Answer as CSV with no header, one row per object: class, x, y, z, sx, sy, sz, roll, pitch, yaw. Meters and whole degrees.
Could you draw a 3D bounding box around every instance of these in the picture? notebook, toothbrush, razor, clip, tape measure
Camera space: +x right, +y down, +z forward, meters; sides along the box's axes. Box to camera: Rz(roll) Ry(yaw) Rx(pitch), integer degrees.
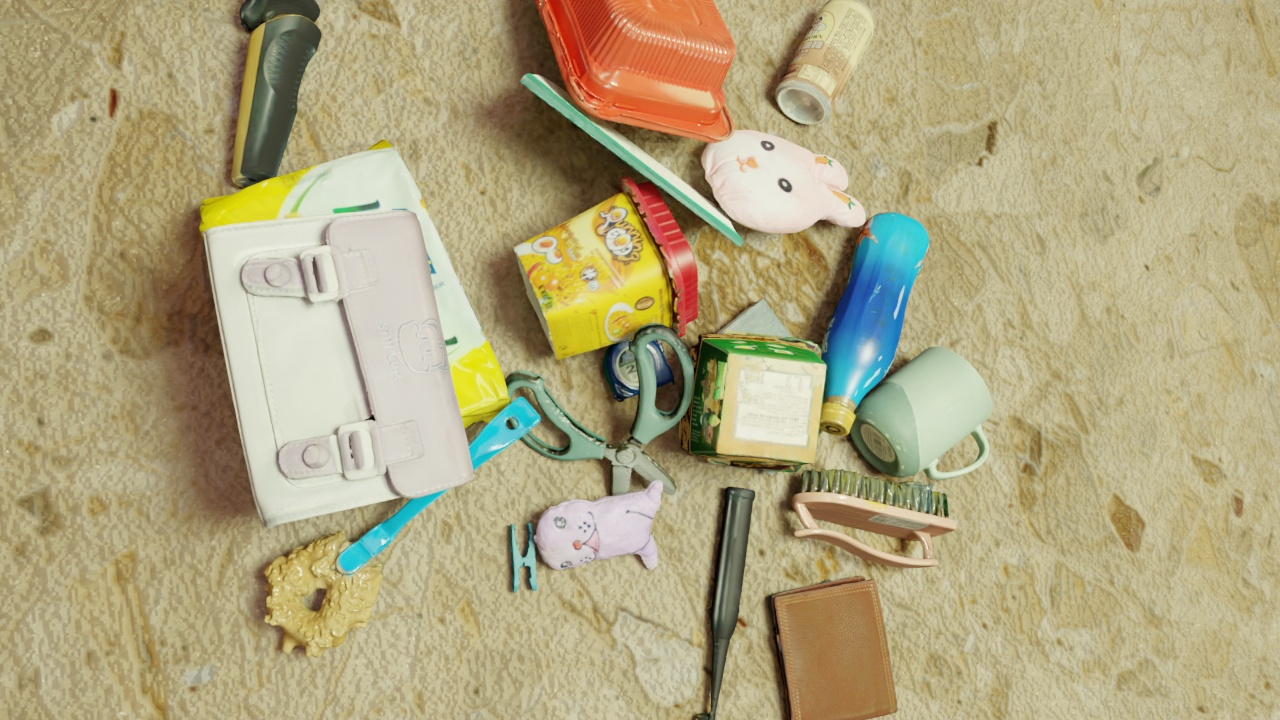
notebook,-0.006,-0.170,0.764,0.209,0.150,0.012,35,103,-11
toothbrush,0.071,0.215,0.784,0.027,0.026,0.212,6,79,18
razor,-0.295,-0.218,0.725,0.068,0.062,0.167,7,84,14
clip,-0.095,0.160,0.744,0.045,0.014,0.057,-4,84,-17
tape measure,-0.005,0.005,0.792,0.058,0.025,0.054,-19,86,-24

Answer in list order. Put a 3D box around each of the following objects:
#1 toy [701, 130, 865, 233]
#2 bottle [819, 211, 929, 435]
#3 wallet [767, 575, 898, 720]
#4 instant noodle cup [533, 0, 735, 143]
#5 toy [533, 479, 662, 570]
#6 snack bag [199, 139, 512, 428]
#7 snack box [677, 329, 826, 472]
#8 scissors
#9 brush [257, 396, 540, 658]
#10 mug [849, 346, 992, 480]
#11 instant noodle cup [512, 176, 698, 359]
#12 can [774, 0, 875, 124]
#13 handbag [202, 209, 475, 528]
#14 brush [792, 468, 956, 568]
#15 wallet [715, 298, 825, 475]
toy,0.133,-0.163,0.842,0.159,0.054,0.121,0,55,-26
bottle,0.205,-0.034,0.832,0.065,0.065,0.218,29,66,-12
wallet,0.167,0.258,0.806,0.101,0.032,0.124,-6,83,-16
instant noodle cup,0.003,-0.276,0.772,0.164,0.079,0.188,1,57,-34
toy,-0.034,0.141,0.753,0.108,0.039,0.084,-7,112,-18
snack bag,-0.218,-0.036,0.707,0.157,0.068,0.246,-25,91,-19
snack box,0.098,0.037,0.745,0.117,0.105,0.118,6,92,-6
scissors,-0.018,0.036,0.745,0.170,0.019,0.181,37,108,-8
brush,-0.178,0.119,0.688,0.254,0.046,0.083,-42,88,-7
mug,0.260,0.060,0.834,0.106,0.082,0.111,-34,78,-18
instant noodle cup,-0.029,-0.067,0.747,0.123,0.116,0.116,-22,62,-9
can,0.178,-0.287,0.881,0.058,0.059,0.116,33,73,-11
handbag,-0.202,0.003,0.624,0.144,0.099,0.197,-12,86,-24
brush,0.202,0.141,0.817,0.145,0.063,0.073,14,67,-15
wallet,0.111,0.024,0.821,0.106,0.037,0.129,-38,94,-20
